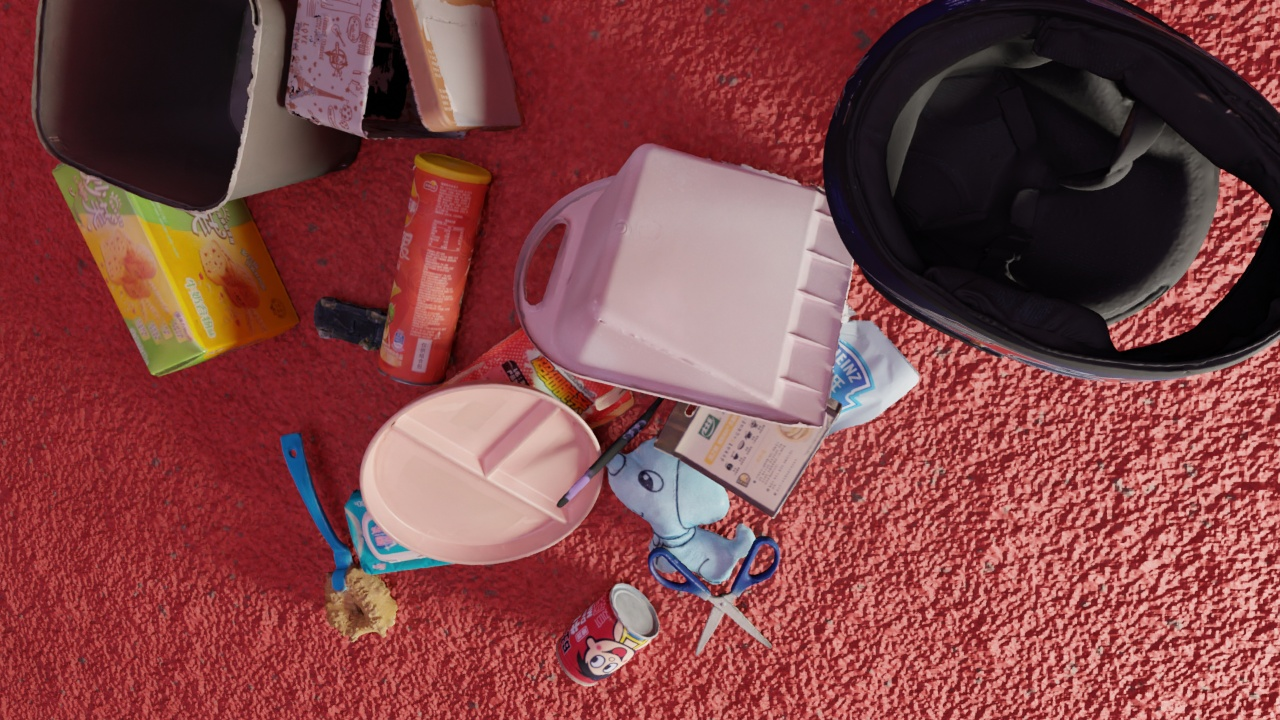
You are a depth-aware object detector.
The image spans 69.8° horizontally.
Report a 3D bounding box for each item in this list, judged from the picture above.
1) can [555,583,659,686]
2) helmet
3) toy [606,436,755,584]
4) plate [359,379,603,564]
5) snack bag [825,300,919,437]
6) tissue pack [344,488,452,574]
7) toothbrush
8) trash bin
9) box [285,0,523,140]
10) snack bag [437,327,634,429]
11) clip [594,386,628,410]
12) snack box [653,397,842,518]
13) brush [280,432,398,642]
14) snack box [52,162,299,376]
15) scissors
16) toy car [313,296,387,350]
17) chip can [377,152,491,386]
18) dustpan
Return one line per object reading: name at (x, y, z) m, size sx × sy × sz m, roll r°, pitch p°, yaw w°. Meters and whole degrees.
can at (-0.035, 0.281, 0.937) m, size 0.066 × 0.066 × 0.094 m, roll 45°, pitch 111°, yaw 0°
helmet at (0.289, -0.121, 0.649) m, size 0.315 × 0.239 × 0.248 m, roll 34°, pitch 110°, yaw 17°
toy at (0.038, 0.140, 0.891) m, size 0.161 × 0.049 × 0.156 m, roll 13°, pitch 109°, yaw 7°
plate at (-0.151, 0.109, 0.883) m, size 0.229 × 0.028 × 0.230 m, roll -6°, pitch 126°, yaw -8°
snack bag at (0.147, 0.034, 0.841) m, size 0.191 × 0.038 × 0.110 m, roll -41°, pitch 80°, yaw 20°
tissue pack at (-0.242, 0.172, 0.973) m, size 0.134 × 0.050 × 0.093 m, roll -13°, pitch 101°, yaw 17°
toothbrush at (-0.012, 0.074, 0.874) m, size 0.189 × 0.017 × 0.014 m, roll -46°, pitch 127°, yaw 1°
trash bin at (-0.361, -0.252, 0.807) m, size 0.199 × 0.219 × 0.199 m, roll 22°, pitch 109°, yaw 9°
box at (-0.176, -0.258, 0.778) m, size 0.148 × 0.180 × 0.146 m, roll 20°, pitch 109°, yaw 13°
snack bag at (-0.124, 0.044, 0.905) m, size 0.208 × 0.073 × 0.128 m, roll -32°, pitch 101°, yaw 12°
clip at (-0.003, 0.009, 0.854) m, size 0.100 × 0.035 × 0.070 m, roll -17°, pitch 55°, yaw -6°
snack box at (0.095, 0.058, 0.813) m, size 0.126 × 0.053 × 0.113 m, roll 32°, pitch 107°, yaw 11°
brush at (-0.337, 0.197, 1.002) m, size 0.083 × 0.045 × 0.255 m, roll -11°, pitch 107°, yaw 21°
snack box at (-0.445, -0.105, 0.899) m, size 0.070 × 0.157 × 0.210 m, roll -19°, pitch 98°, yaw 17°
scissors at (0.077, 0.228, 0.898) m, size 0.162 × 0.012 × 0.176 m, roll 25°, pitch 119°, yaw -9°
toy car at (-0.293, -0.039, 0.941) m, size 0.091 × 0.034 × 0.043 m, roll 13°, pitch 109°, yaw 14°
chip can at (-0.200, -0.085, 0.885) m, size 0.073 × 0.073 × 0.217 m, roll 19°, pitch 108°, yaw 10°
dustpan at (0.036, -0.069, 0.798) m, size 0.273 × 0.139 × 0.222 m, roll 22°, pitch 68°, yaw -11°
